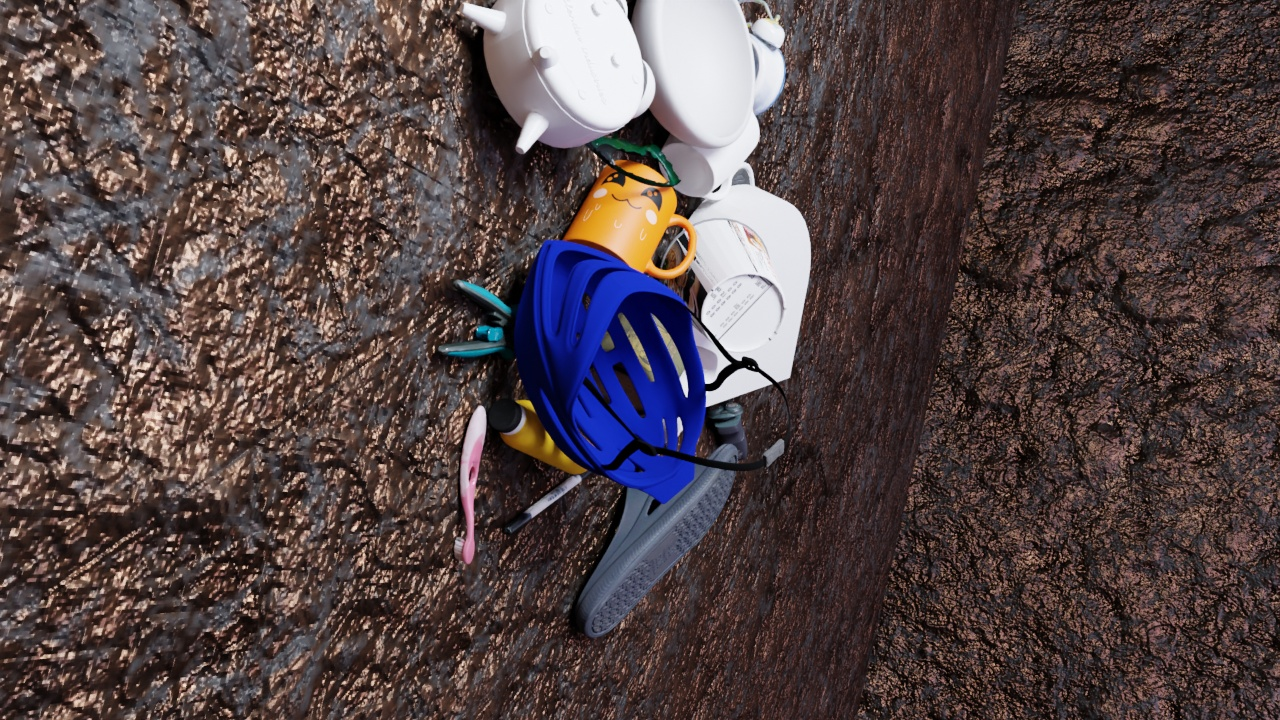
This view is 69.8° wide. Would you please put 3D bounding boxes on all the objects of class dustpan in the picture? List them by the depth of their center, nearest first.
[{"bbox_3d":[0.113,-0.077,1.097,0.191,0.053,0.258,-17,127,-33],"label":"dustpan"}]

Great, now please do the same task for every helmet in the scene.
[{"bbox_3d":[0.009,0.012,0.740,0.147,0.228,0.242,-36,116,-32],"label":"helmet"}]

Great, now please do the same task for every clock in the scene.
[{"bbox_3d":[-0.049,-0.232,0.696,0.160,0.073,0.125,-36,109,-49],"label":"clock"},{"bbox_3d":[0.111,-0.327,0.997,0.051,0.089,0.125,-8,109,-55],"label":"clock"}]

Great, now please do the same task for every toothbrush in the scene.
[{"bbox_3d":[-0.142,0.104,0.764,0.021,0.016,0.135,-6,104,-63],"label":"toothbrush"}]

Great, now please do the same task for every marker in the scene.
[{"bbox_3d":[-0.085,0.132,0.891,0.151,0.011,0.011,-32,128,-54],"label":"marker"}]

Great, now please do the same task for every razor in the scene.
[{"bbox_3d":[0.124,0.100,1.253,0.143,0.047,0.052,69,17,-52],"label":"razor"}]

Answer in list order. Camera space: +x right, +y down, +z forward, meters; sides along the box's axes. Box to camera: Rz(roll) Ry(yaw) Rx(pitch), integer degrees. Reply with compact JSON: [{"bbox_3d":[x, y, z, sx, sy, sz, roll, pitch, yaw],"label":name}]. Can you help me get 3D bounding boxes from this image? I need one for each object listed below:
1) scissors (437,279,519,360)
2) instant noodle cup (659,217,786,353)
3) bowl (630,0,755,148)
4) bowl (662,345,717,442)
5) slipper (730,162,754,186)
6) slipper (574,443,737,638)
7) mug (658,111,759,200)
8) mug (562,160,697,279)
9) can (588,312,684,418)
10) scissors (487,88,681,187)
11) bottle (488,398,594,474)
[{"bbox_3d":[-0.119,-0.027,0.750,0.154,0.019,0.126,-53,146,-43],"label":"scissors"},{"bbox_3d":[0.091,-0.071,0.948,0.121,0.123,0.124,-111,-163,-64],"label":"instant noodle cup"},{"bbox_3d":[0.040,-0.288,0.879,0.176,0.066,0.176,5,83,-54],"label":"bowl"},{"bbox_3d":[0.030,0.028,0.991,0.115,0.050,0.114,-54,-166,19],"label":"bowl"},{"bbox_3d":[0.136,-0.119,1.164,0.111,0.063,0.264,-29,129,-56],"label":"slipper"},{"bbox_3d":[0.008,0.190,1.038,0.267,0.083,0.111,-45,150,-20],"label":"slipper"},{"bbox_3d":[0.073,-0.214,0.978,0.087,0.081,0.114,-53,144,-31],"label":"mug"},{"bbox_3d":[-0.004,-0.113,0.836,0.078,0.112,0.095,115,1,-64],"label":"mug"},{"bbox_3d":[-0.005,0.005,0.904,0.074,0.090,0.090,-59,148,-32],"label":"can"},{"bbox_3d":[-0.054,-0.219,0.774,0.209,0.015,0.137,9,58,-45],"label":"scissors"},{"bbox_3d":[-0.087,0.067,0.821,0.143,0.043,0.043,39,66,-61],"label":"bottle"}]
